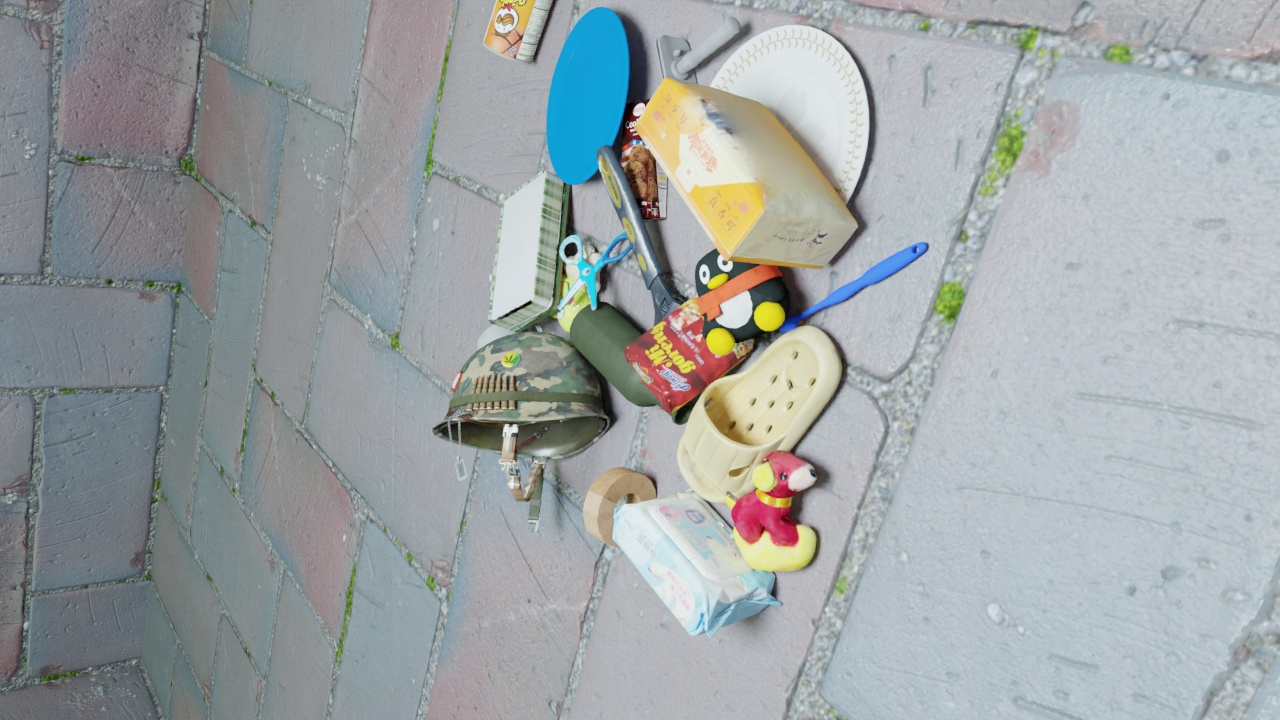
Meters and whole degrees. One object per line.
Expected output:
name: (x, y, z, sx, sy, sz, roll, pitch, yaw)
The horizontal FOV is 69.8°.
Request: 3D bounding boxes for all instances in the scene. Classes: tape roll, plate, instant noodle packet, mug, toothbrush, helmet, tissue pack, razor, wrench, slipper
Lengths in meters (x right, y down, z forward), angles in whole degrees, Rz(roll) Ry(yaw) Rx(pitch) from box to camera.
tape roll: (-0.024, 0.178, 1.117, 0.027, 0.093, 0.094, 17, 103, 47)
plate: (-0.064, -0.339, 1.191, 0.225, 0.024, 0.224, -11, 78, 58)
instant noodle packet: (0.056, -0.015, 1.028, 0.135, 0.040, 0.098, -38, 60, 0)
mug: (-0.176, -0.017, 1.297, 0.113, 0.084, 0.070, -53, 51, 25)
toothbrush: (0.208, -0.070, 0.911, 0.183, 0.018, 0.016, -33, 66, 41)
helmet: (-0.154, 0.083, 1.180, 0.193, 0.224, 0.236, 76, 178, -69)
tissue pack: (0.061, 0.219, 1.008, 0.182, 0.111, 0.070, 43, 122, 39)
razor: (0.069, -0.347, 1.030, 0.116, 0.047, 0.088, -24, 73, 52)
wrench: (0.004, -0.130, 1.098, 0.074, 0.022, 0.273, -27, 84, 55)
slipper: (0.109, 0.066, 0.978, 0.262, 0.079, 0.111, -51, 58, 36)
plate: (0.144, -0.230, 0.977, 0.243, 0.016, 0.242, 1, 91, 49)

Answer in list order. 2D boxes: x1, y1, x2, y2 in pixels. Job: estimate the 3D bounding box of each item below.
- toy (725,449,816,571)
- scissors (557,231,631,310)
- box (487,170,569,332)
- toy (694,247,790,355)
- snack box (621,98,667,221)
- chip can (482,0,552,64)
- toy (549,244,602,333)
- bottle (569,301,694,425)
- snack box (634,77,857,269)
toy: (0.136, 0.157, 0.957, 0.106, 0.067, 0.137, 15, 111, 25)
scissors: (-0.057, -0.121, 1.165, 0.134, 0.012, 0.133, -23, 51, 15)
box: (-0.150, -0.148, 1.250, 0.118, 0.050, 0.205, -23, 57, 44)
toy: (0.101, -0.078, 0.956, 0.098, 0.099, 0.119, -28, 86, 29)
snack box: (0.005, -0.243, 1.123, 0.051, 0.031, 0.141, 5, 95, 49)
chip can: (-0.149, -0.526, 1.261, 0.075, 0.075, 0.215, 48, 124, 37)
toy: (-0.085, -0.097, 1.220, 0.092, 0.046, 0.115, 46, 115, 45)
bottle: (-0.007, 0.006, 1.109, 0.207, 0.071, 0.072, 44, 122, 40)
snack box: (0.105, -0.187, 0.898, 0.081, 0.144, 0.195, -53, 54, 35)
